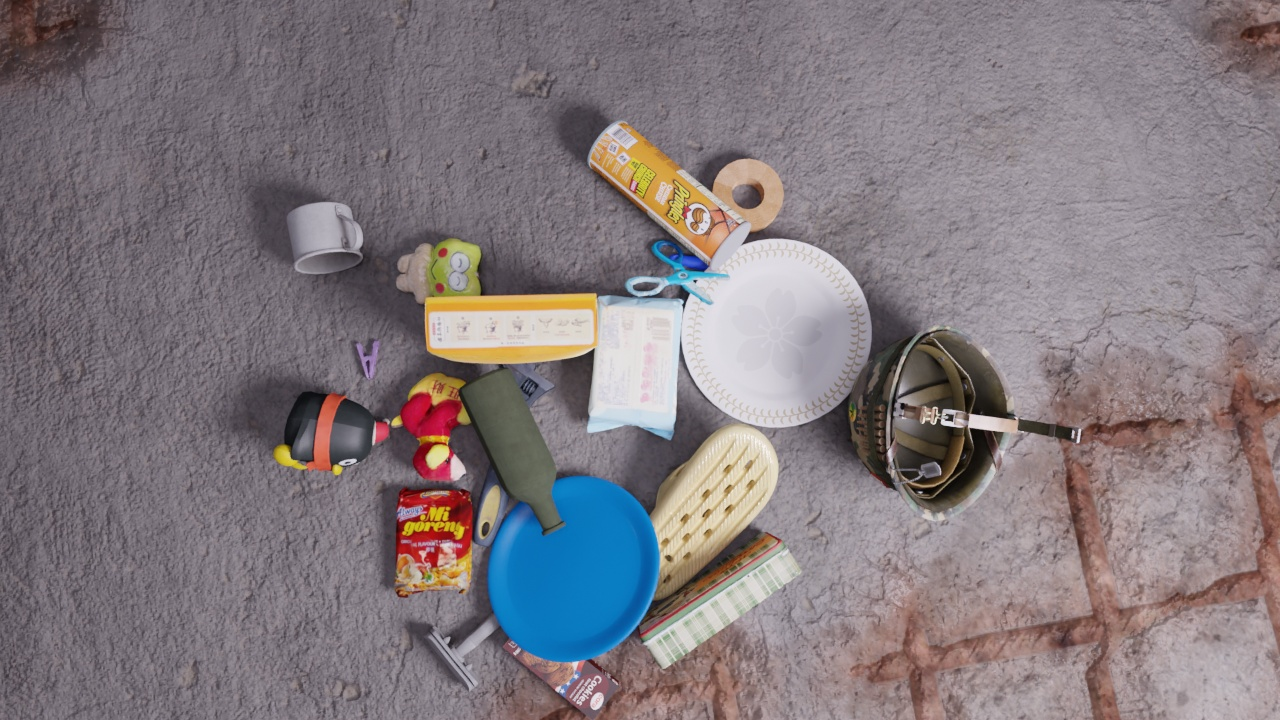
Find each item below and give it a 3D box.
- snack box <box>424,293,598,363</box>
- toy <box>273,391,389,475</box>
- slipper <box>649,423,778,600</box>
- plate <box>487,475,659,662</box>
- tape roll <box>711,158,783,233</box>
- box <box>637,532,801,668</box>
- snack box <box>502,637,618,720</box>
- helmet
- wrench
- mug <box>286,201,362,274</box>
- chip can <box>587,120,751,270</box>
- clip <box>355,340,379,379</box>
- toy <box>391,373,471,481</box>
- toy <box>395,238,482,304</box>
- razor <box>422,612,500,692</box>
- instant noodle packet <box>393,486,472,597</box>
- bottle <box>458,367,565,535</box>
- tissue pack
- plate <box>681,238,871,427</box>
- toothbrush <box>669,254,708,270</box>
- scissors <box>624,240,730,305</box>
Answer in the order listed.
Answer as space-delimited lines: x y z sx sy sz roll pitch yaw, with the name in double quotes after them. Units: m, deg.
-0.153 -0.037 1.104 0.195 0.145 0.080 -2 92 -7 "snack box"
-0.375 0.090 1.128 0.119 0.097 0.099 8 79 -3 "toy"
0.070 0.185 1.141 0.111 0.079 0.262 36 101 -11 "slipper"
-0.081 0.253 1.121 0.225 0.024 0.224 -8 65 17 "plate"
0.140 -0.216 1.211 0.094 0.027 0.094 0 83 -2 "tape roll"
0.090 0.284 1.109 0.205 0.118 0.050 -33 90 -3 "box"
-0.098 0.375 1.133 0.141 0.032 0.051 38 84 3 "snack box"
0.352 0.073 1.079 0.192 0.237 0.224 7 72 -25 "helmet"
-0.167 0.101 1.168 0.073 0.022 0.273 15 82 -1 "wrench"
-0.389 -0.158 1.153 0.113 0.084 0.070 -20 80 35 "mug"
0.035 -0.211 1.167 0.215 0.075 0.075 42 84 13 "chip can"
-0.347 -0.005 1.181 0.046 0.014 0.050 -35 82 -8 "clip"
-0.259 0.082 1.151 0.105 0.067 0.137 2 76 1 "toy"
-0.259 -0.111 1.180 0.115 0.046 0.092 1 89 7 "toy"
-0.195 0.334 1.134 0.116 0.047 0.088 -40 86 -13 "razor"
-0.259 0.226 1.144 0.098 0.039 0.135 -1 84 5 "instant noodle packet"
-0.149 0.114 1.121 0.071 0.071 0.207 -25 88 -5 "bottle"
-0.007 0.007 1.161 0.112 0.070 0.181 4 85 -1 "tissue pack"
0.175 -0.035 1.185 0.242 0.016 0.242 0 89 4 "plate"
0.127 -0.117 1.208 0.182 0.018 0.016 11 81 3 "toothbrush"
0.047 -0.114 1.174 0.134 0.012 0.134 -2 47 1 "scissors"
